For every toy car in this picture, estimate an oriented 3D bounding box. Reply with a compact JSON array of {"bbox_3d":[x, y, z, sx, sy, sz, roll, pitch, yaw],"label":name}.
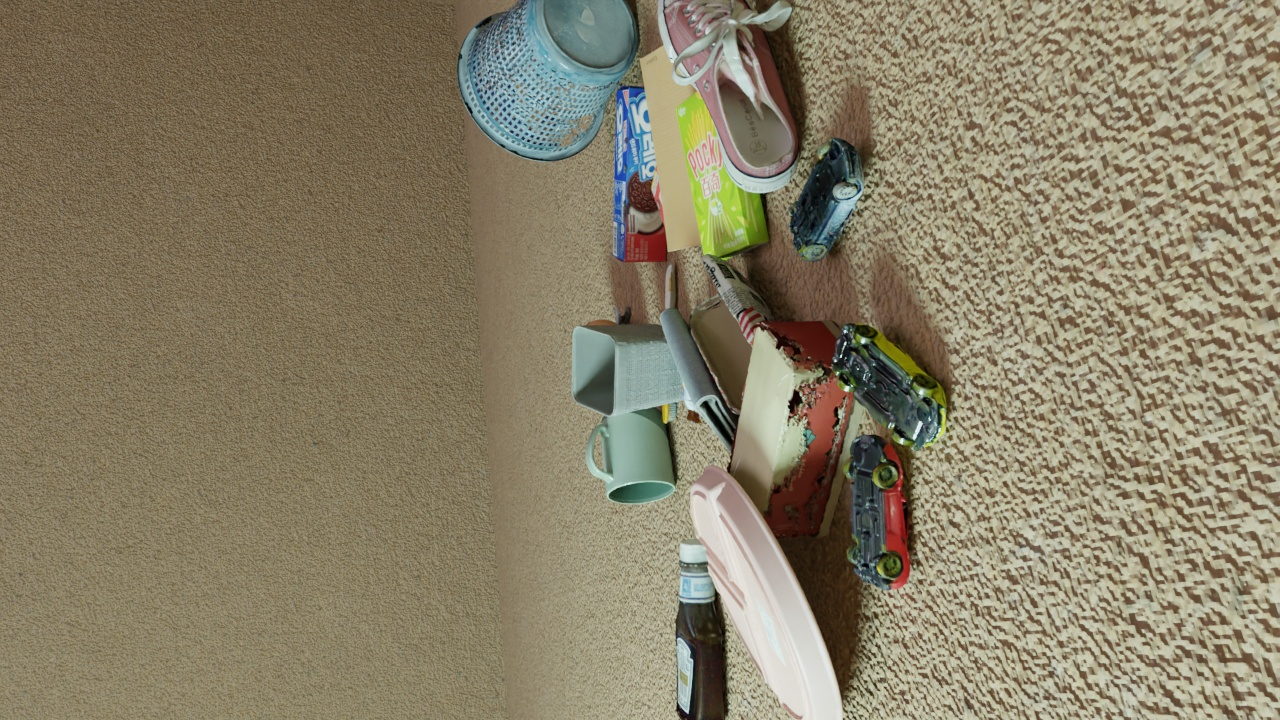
[{"bbox_3d":[0.141,-0.120,0.688,0.106,0.031,0.049,110,152,-54],"label":"toy car"},{"bbox_3d":[0.169,0.015,0.614,0.105,0.032,0.048,53,143,45],"label":"toy car"},{"bbox_3d":[0.165,0.103,0.634,0.049,0.031,0.106,179,86,-73],"label":"toy car"}]

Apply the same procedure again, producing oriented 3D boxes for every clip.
[{"bbox_3d":[-0.028,-0.051,1.293,0.025,0.035,0.058,-110,23,-52],"label":"clip"}]

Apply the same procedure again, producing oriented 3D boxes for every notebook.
[{"bbox_3d":[0.051,-0.223,0.937,0.150,0.012,0.211,2,102,65],"label":"notebook"}]

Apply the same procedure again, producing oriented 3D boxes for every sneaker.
[{"bbox_3d":[0.075,-0.257,0.770,0.088,0.118,0.240,81,173,-66],"label":"sneaker"}]

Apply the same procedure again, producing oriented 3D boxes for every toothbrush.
[{"bbox_3d":[0.037,-0.020,1.091,0.016,0.018,0.191,-164,75,-71],"label":"toothbrush"}]

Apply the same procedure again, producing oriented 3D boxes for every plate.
[{"bbox_3d":[0.095,0.196,0.754,0.230,0.028,0.229,157,90,-80],"label":"plate"}]

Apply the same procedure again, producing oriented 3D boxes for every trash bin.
[{"bbox_3d":[-0.109,-0.408,1.234,0.195,0.226,0.226,-18,74,60],"label":"trash bin"}]

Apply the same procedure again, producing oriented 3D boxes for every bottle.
[{"bbox_3d":[0.062,0.292,0.990,0.080,0.044,0.195,176,92,-73],"label":"bottle"}]

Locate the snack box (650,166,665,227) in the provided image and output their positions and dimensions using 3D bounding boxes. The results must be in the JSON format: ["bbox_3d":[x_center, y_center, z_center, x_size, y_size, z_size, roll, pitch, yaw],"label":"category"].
[{"bbox_3d":[0.045,-0.227,1.012,0.153,0.025,0.075,105,155,-46],"label":"snack box"}]

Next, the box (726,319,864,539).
[{"bbox_3d":[0.113,0.057,0.724,0.091,0.078,0.169,-117,29,-55],"label":"box"}]

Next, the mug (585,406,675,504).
[{"bbox_3d":[-0.017,0.111,1.115,0.082,0.111,0.106,-39,51,48],"label":"mug"}]

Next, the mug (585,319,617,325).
[{"bbox_3d":[-0.043,-0.014,1.218,0.123,0.078,0.078,-157,66,-80],"label":"mug"}]

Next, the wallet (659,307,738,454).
[{"bbox_3d":[0.066,0.021,0.898,0.106,0.037,0.129,53,-169,-43],"label":"wallet"}]

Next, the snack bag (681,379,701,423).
[{"bbox_3d":[0.058,0.016,0.998,0.045,0.026,0.105,-168,75,-71],"label":"snack bag"}]

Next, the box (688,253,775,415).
[{"bbox_3d":[0.083,-0.030,0.818,0.162,0.076,0.087,-109,-6,-51],"label":"box"}]

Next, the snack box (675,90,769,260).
[{"bbox_3d":[0.075,-0.177,0.861,0.086,0.026,0.156,-11,90,66],"label":"snack box"}]

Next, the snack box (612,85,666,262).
[{"bbox_3d":[0.000,-0.224,1.107,0.057,0.058,0.208,-140,49,-69],"label":"snack box"}]

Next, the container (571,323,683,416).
[{"bbox_3d":[-0.006,0.006,1.033,0.090,0.114,0.090,19,111,53],"label":"container"}]
